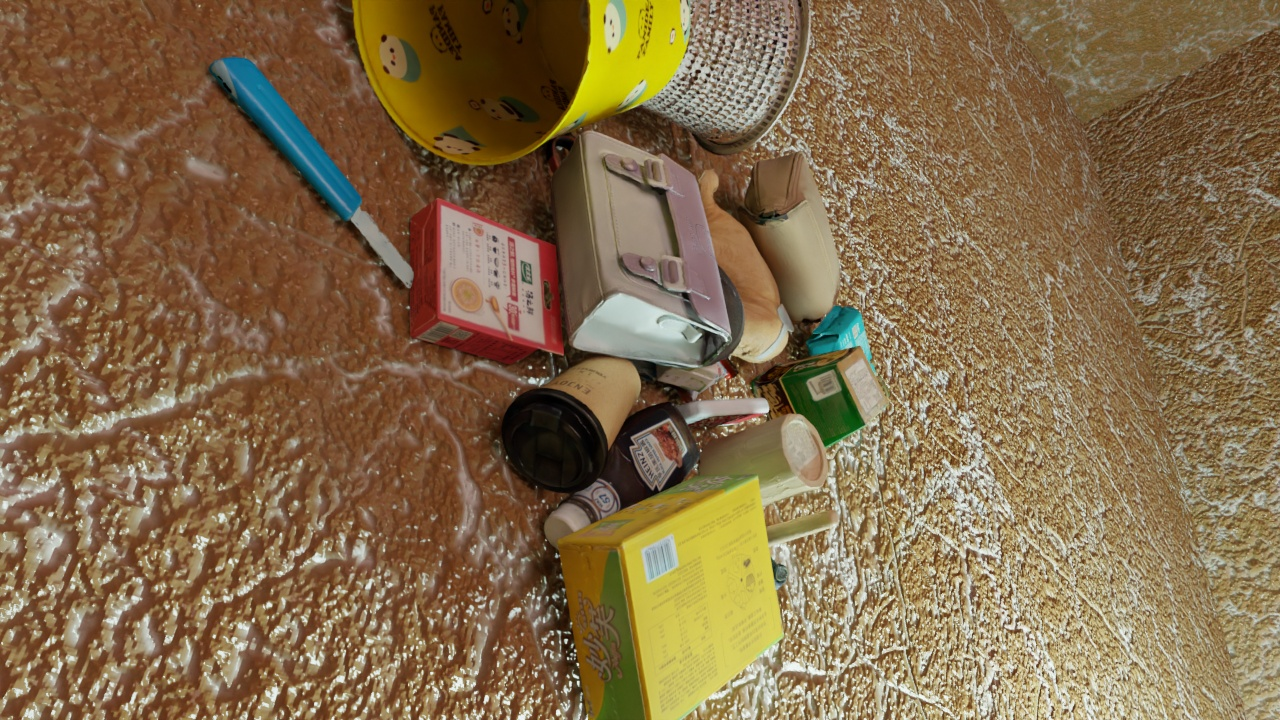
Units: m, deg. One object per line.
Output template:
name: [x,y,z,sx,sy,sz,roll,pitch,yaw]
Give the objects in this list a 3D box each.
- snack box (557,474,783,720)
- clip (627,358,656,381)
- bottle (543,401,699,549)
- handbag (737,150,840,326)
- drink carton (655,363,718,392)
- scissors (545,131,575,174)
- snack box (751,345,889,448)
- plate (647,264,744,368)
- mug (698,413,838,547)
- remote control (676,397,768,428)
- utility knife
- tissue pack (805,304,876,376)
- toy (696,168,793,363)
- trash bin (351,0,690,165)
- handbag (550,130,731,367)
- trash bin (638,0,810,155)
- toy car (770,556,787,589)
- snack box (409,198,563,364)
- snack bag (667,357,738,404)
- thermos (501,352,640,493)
snack box: [0.033,0.196,0.774,0.209,0.070,0.157,-15,97,-52]
clip: [-0.003,0.005,0.908,0.057,0.032,0.025,11,63,-50]
bottle: [-0.016,0.106,0.818,0.194,0.044,0.080,-36,101,-51]
handbag: [0.185,-0.147,1.138,0.204,0.100,0.147,64,29,-31]
drink carton: [0.041,-0.029,0.943,0.053,0.046,0.122,16,49,-27]
scissors: [-0.034,-0.148,0.919,0.189,0.015,0.226,39,47,-2]
snack box: [0.216,0.044,1.071,0.117,0.106,0.118,-28,91,-52]
plate: [0.026,-0.070,0.918,0.179,0.024,0.179,12,49,-14]
mug: [0.133,0.124,0.931,0.084,0.104,0.124,-20,85,-52]
remote control: [0.076,0.055,0.942,0.135,0.056,0.020,0,73,-50]
utility knife: [-0.245,-0.142,0.708,0.214,0.018,0.034,52,38,-14]
tissue pack: [0.256,0.003,1.163,0.093,0.050,0.133,-38,116,-51]
toy: [0.104,-0.104,1.045,0.143,0.083,0.225,23,48,-62]
trash bin: [-0.086,-0.311,0.835,0.229,0.230,0.254,61,33,-5]
handbag: [0.002,-0.101,0.837,0.144,0.099,0.196,14,52,-32]
trash bin: [0.047,-0.365,1.037,0.191,0.228,0.227,6,65,-34]
toy car: [0.109,0.195,0.915,0.090,0.043,0.034,49,67,-15]
snack box: [-0.130,-0.061,0.777,0.127,0.044,0.113,18,56,-42]
snack bag: [0.062,0.016,0.971,0.045,0.026,0.105,54,40,7]
thermos: [-0.052,0.045,0.777,0.093,0.093,0.142,57,31,-10]
